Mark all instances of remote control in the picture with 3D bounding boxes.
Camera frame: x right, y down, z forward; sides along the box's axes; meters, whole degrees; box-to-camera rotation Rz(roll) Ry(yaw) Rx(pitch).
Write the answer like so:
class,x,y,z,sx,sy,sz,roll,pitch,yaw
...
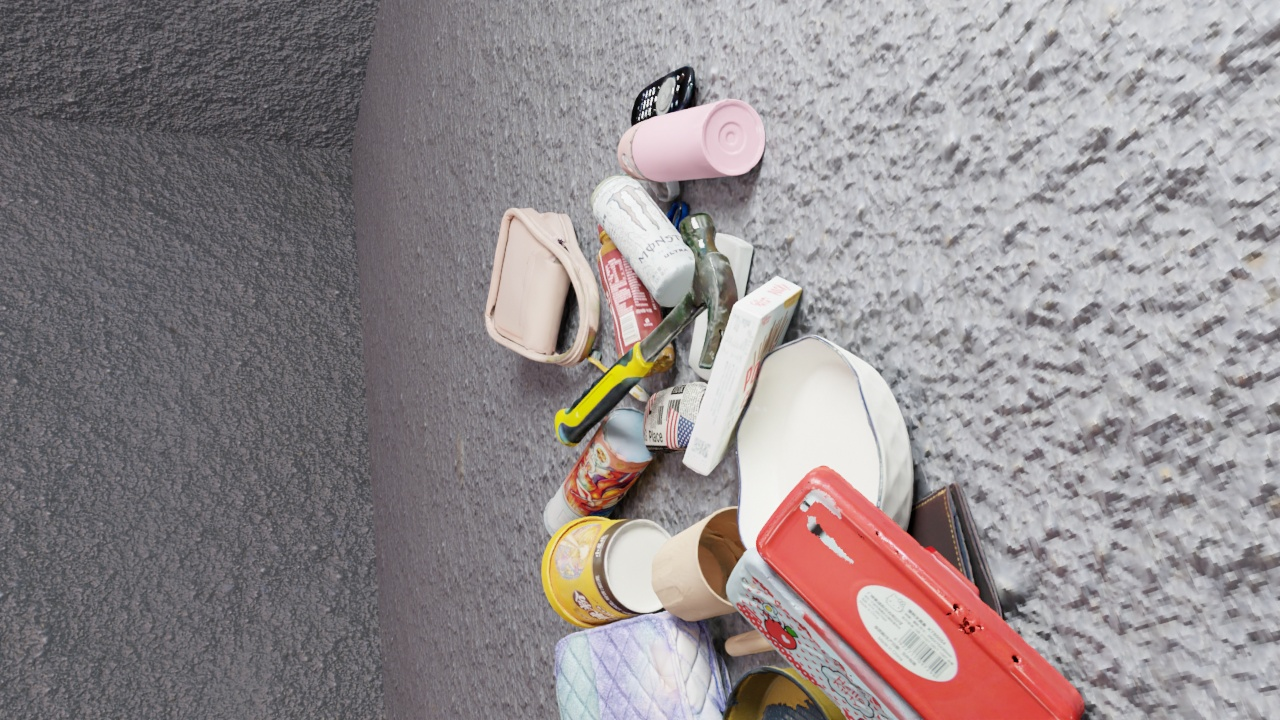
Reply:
class,x,y,z,sx,sy,sz,roll,pitch,yaw
remote control,0.027,-0.270,0.956,0.136,0.024,0.053,6,84,65
remote control,0.074,-0.048,0.854,0.056,0.019,0.135,-141,56,-60

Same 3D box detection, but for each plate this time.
class,x,y,z,sx,sy,sz,roll,pitch,yaw
plate,0.131,0.085,0.677,0.205,0.045,0.205,-178,90,-71

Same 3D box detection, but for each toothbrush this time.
class,x,y,z,sx,sy,sz,roll,pitch,yaw
toothbrush,-0.027,0.016,1.077,0.191,0.016,0.018,34,111,62

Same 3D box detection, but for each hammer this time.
class,x,y,z,sx,sy,sz,roll,pitch,yaw
hammer,-0.005,0.005,0.871,0.324,0.031,0.126,-46,52,49

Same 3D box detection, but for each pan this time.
class,x,y,z,sx,sy,sz,roll,pitch,yaw
pan,0.141,0.336,0.624,0.358,0.078,0.197,180,90,-66

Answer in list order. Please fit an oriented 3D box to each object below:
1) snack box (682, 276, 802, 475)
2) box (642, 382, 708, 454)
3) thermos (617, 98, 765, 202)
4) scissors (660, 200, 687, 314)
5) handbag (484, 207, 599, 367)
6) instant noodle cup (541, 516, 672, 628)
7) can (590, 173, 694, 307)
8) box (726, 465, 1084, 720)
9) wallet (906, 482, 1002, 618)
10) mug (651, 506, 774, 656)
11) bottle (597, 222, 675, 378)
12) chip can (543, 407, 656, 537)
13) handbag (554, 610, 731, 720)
class,x,y,z,sx,sy,sz,roll,pitch,yaw
snack box,0.083,0.013,0.759,0.027,0.084,0.157,28,122,19
box,0.040,0.059,0.902,0.164,0.052,0.068,162,97,-71
thermos,0.043,-0.196,0.881,0.199,0.067,0.087,14,131,64
scissors,0.027,-0.091,0.969,0.173,0.012,0.132,136,128,-58
handbag,-0.117,-0.083,1.203,0.234,0.093,0.193,42,126,53
instant noodle cup,-0.025,0.218,0.957,0.115,0.118,0.118,-25,67,54
can,0.006,-0.120,0.911,0.146,0.058,0.058,56,140,32
box,0.146,0.178,0.566,0.201,0.058,0.162,43,132,21
wallet,0.183,0.147,0.612,0.123,0.020,0.096,127,142,-54
mug,0.075,0.196,0.790,0.124,0.084,0.104,57,149,7
bottle,-0.009,-0.071,0.964,0.058,0.057,0.174,-46,52,56
chip can,-0.047,0.137,1.051,0.215,0.071,0.071,123,141,-48
handbag,0.001,0.318,0.888,0.194,0.075,0.134,-29,66,44
